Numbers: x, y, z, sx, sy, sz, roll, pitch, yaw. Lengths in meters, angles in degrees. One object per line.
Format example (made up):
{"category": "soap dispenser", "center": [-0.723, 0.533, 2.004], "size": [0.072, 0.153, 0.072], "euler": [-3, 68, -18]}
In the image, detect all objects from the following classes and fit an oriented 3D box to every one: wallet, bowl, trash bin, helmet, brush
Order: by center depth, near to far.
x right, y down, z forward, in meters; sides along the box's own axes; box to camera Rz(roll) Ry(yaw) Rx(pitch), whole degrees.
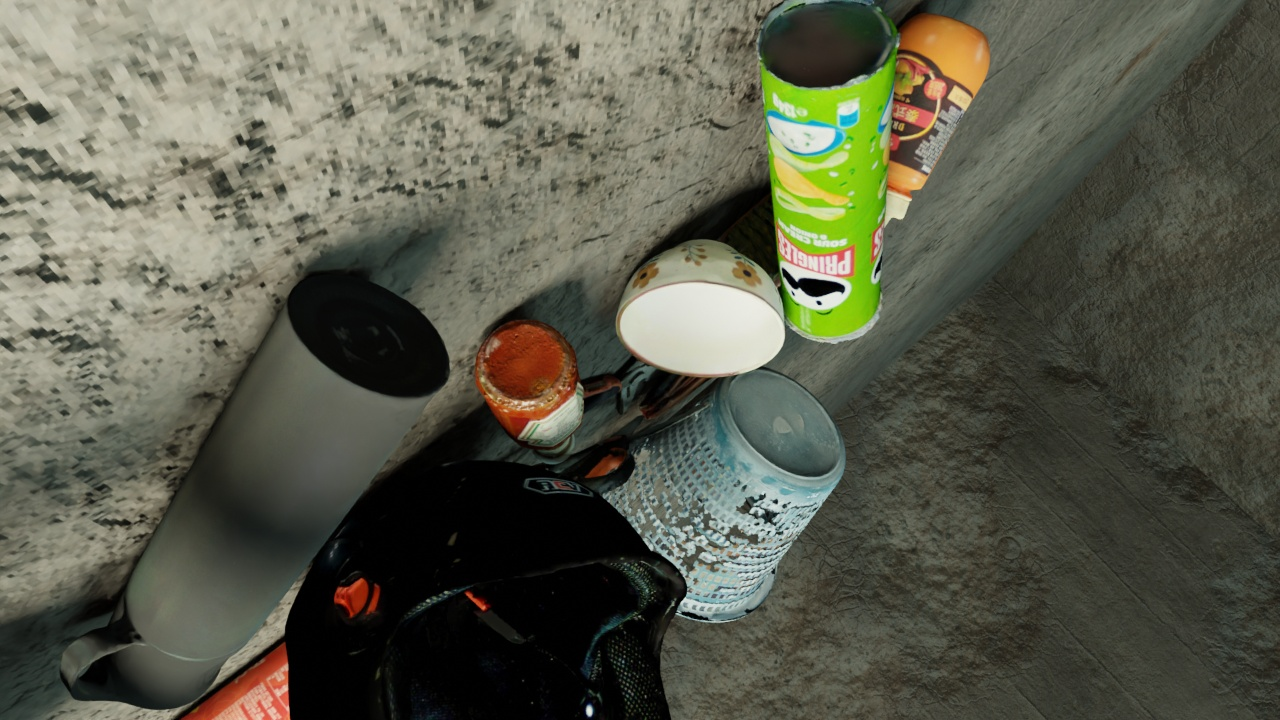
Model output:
{"category": "helmet", "center": [-0.103, 0.174, 0.591], "size": [0.233, 0.230, 0.275], "euler": [17, 118, -44]}
{"category": "bowl", "center": [0.042, -0.043, 0.627], "size": [0.114, 0.113, 0.062], "euler": [114, -16, -58]}
{"category": "brush", "center": [0.114, -0.099, 0.689], "size": [0.145, 0.063, 0.073], "euler": [-41, 173, -3]}
{"category": "wallet", "center": [0.049, 0.014, 0.890], "size": [0.101, 0.032, 0.125], "euler": [-38, 175, -14]}
{"category": "trash bin", "center": [0.093, 0.118, 0.930], "size": [0.225, 0.226, 0.196], "euler": [-26, 158, -48]}

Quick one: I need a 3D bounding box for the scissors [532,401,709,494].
{"category": "scissors", "center": [-0.040, 0.076, 0.757], "size": [0.229, 0.022, 0.221], "euler": [-18, -173, -1]}

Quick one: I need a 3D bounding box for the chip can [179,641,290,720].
{"category": "chip can", "center": [-0.292, 0.271, 0.680], "size": [0.216, 0.073, 0.073], "euler": [-37, 165, -20]}

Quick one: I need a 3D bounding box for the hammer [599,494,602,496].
{"category": "hammer", "center": [-0.159, 0.230, 0.952], "size": [0.125, 0.032, 0.324], "euler": [-22, 160, -46]}

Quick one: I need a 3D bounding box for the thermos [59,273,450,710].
{"category": "thermos", "center": [-0.178, 0.074, 0.402], "size": [0.243, 0.068, 0.089], "euler": [-49, 170, 26]}

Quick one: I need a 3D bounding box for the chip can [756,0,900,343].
{"category": "chip can", "center": [0.111, -0.100, 0.545], "size": [0.072, 0.072, 0.236], "euler": [-39, 150, -12]}

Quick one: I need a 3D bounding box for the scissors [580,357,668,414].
{"category": "scissors", "center": [-0.011, 0.009, 0.774], "size": [0.225, 0.015, 0.190], "euler": [-26, 158, -50]}

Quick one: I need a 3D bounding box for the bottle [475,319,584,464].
{"category": "bottle", "center": [-0.066, 0.032, 0.606], "size": [0.059, 0.060, 0.206], "euler": [-39, 167, -12]}

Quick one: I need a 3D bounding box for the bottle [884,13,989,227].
{"category": "bottle", "center": [0.179, -0.152, 0.620], "size": [0.066, 0.067, 0.150], "euler": [-10, 123, -65]}
